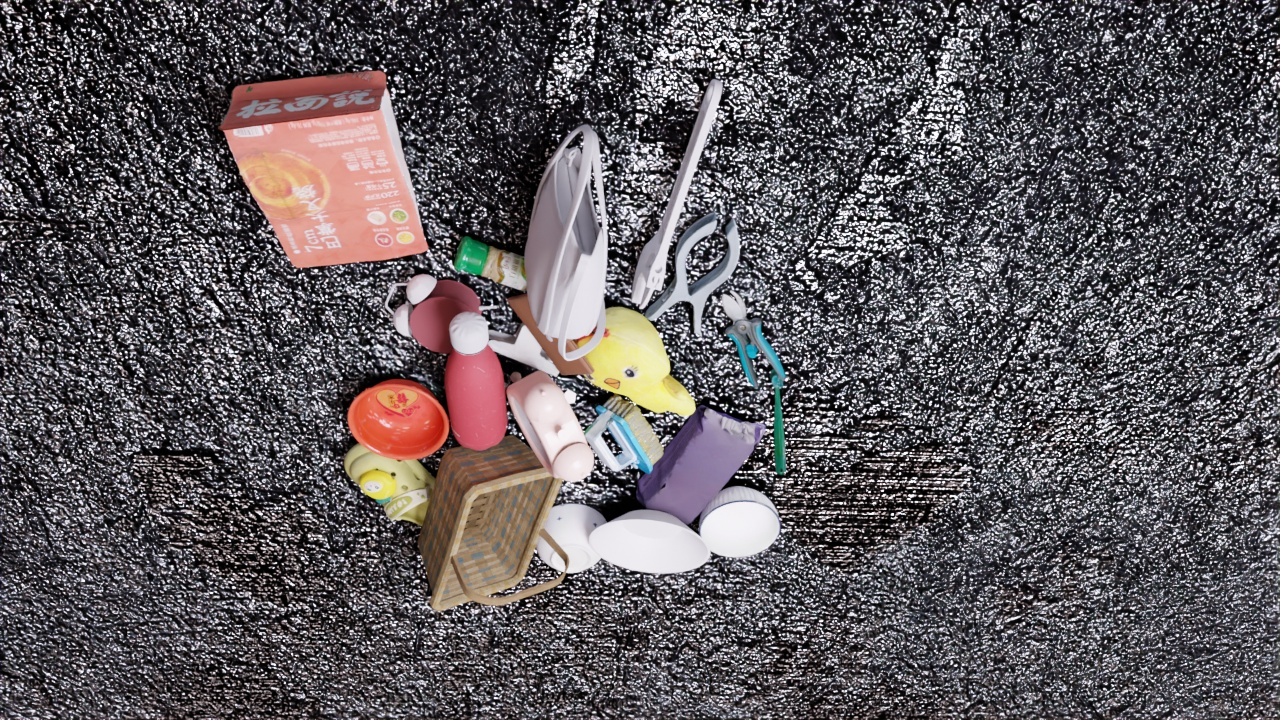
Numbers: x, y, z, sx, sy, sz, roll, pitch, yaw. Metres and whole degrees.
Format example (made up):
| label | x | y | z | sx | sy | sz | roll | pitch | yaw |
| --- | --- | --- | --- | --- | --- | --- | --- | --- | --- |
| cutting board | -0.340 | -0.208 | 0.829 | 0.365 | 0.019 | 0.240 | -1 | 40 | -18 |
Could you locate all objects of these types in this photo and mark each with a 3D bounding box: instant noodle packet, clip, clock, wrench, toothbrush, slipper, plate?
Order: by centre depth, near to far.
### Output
| label | x | y | z | sx | sy | sz | roll | pitch | yaw |
| --- | --- | --- | --- | --- | --- | --- | --- | --- | --- |
| instant noodle packet | -0.335 | -0.190 | 1.006 | 0.164 | 0.083 | 0.221 | -8 | 136 | -3 |
| wrench | 0.040 | -0.183 | 1.035 | 0.018 | 0.086 | 0.274 | 13 | 115 | -13 |
| clip | 0.054 | -0.108 | 1.110 | 0.106 | 0.027 | 0.164 | 13 | 125 | -11 |
| clock | -0.247 | -0.058 | 1.121 | 0.124 | 0.044 | 0.087 | 22 | 123 | -18 |
| clock | -0.106 | 0.075 | 1.151 | 0.086 | 0.160 | 0.131 | -27 | 103 | -8 |
| clip | -0.144 | -0.019 | 1.164 | 0.102 | 0.057 | 0.054 | 23 | 147 | -20 |
| toothbrush | 0.192 | 0.089 | 1.273 | 0.016 | 0.017 | 0.190 | -7 | 127 | 3 |
| slipper | -0.337 | 0.190 | 1.286 | 0.092 | 0.081 | 0.190 | -28 | 126 | 21 |
| plate | 0.015 | 0.253 | 1.323 | 0.174 | 0.036 | 0.174 | 5 | 144 | 4 |

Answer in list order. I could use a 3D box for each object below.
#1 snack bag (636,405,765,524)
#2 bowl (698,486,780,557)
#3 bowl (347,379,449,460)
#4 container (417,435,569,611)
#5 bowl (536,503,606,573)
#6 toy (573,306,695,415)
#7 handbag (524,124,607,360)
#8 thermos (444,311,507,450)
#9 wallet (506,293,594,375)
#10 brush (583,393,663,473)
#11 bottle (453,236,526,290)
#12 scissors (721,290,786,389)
| label | x | y | z | sx | sy | sz | roll | pitch | yaw |
| --- | --- | --- | --- | --- | --- | --- | --- | --- | --- |
| snack bag | 0.081 | 0.149 | 1.287 | 0.096 | 0.058 | 0.206 | 23 | 124 | -18 |
| bowl | 0.142 | 0.226 | 1.347 | 0.118 | 0.062 | 0.118 | -1 | 127 | -2 |
| bowl | -0.317 | 0.070 | 1.215 | 0.130 | 0.045 | 0.131 | -1 | 127 | -2 |
| container | -0.195 | 0.245 | 1.247 | 0.157 | 0.186 | 0.251 | -10 | 136 | -39 |
| bowl | -0.103 | 0.274 | 1.371 | 0.113 | 0.063 | 0.114 | -2 | 127 | -3 |
| toy | -0.007 | 0.007 | 1.151 | 0.134 | 0.092 | 0.208 | 2 | 140 | 42 |
| handbag | -0.063 | -0.137 | 0.965 | 0.095 | 0.215 | 0.223 | 1 | 137 | -16 |
| thermos | -0.204 | 0.025 | 1.128 | 0.073 | 0.073 | 0.240 | 2 | 145 | -4 |
| wallet | -0.111 | -0.030 | 1.115 | 0.013 | 0.088 | 0.121 | -43 | 110 | -24 |
| brush | -0.020 | 0.115 | 1.240 | 0.075 | 0.055 | 0.136 | -46 | 136 | -16 |
| bottle | -0.163 | -0.110 | 1.087 | 0.111 | 0.043 | 0.043 | 18 | 124 | -16 |
| scissors | 0.139 | -0.021 | 1.181 | 0.131 | 0.019 | 0.150 | 20 | 125 | -5 |
